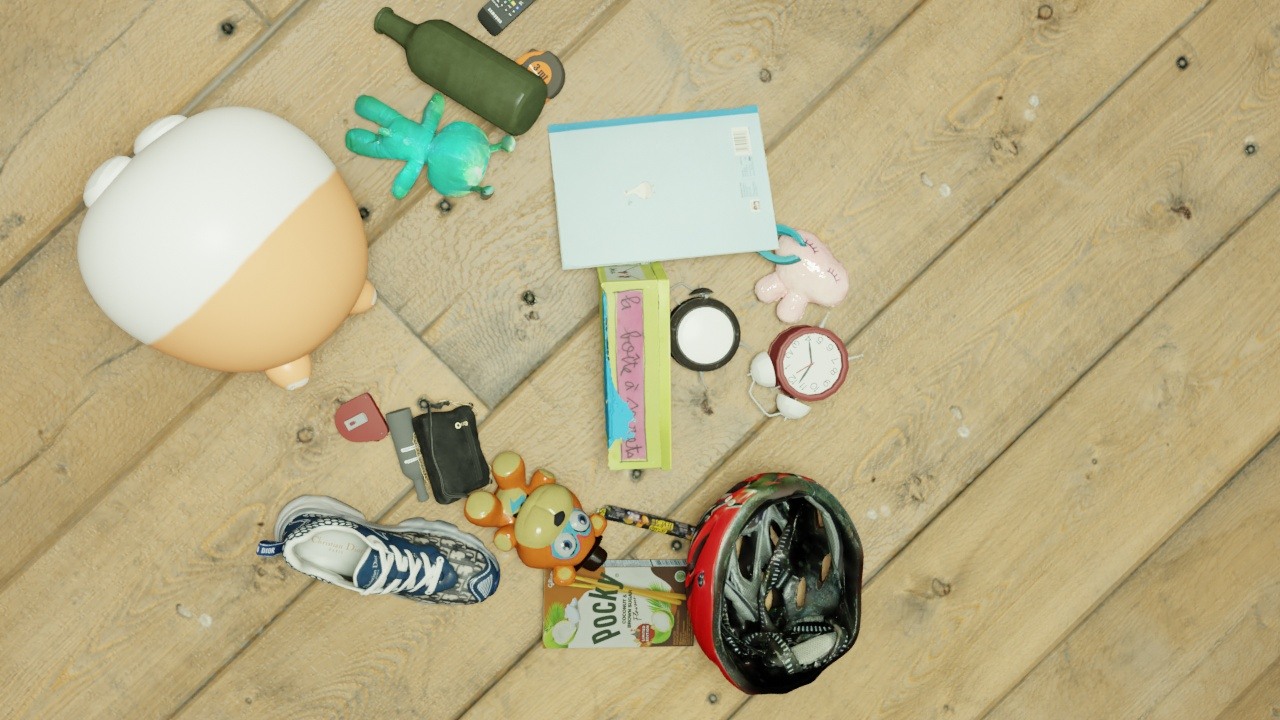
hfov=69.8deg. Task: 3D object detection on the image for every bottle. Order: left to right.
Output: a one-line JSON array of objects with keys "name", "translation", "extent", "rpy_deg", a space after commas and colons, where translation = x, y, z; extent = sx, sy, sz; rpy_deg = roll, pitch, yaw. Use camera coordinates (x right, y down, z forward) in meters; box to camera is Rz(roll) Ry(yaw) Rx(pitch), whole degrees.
[{"name": "bottle", "translation": [-0.272, 0.114, 1.088], "extent": [0.030, 0.030, 0.113], "rpy_deg": [-15, 97, -5]}, {"name": "bottle", "translation": [-0.206, -0.331, 1.025], "extent": [0.207, 0.071, 0.071], "rpy_deg": [32, 91, 7]}]

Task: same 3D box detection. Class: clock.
[{"name": "clock", "translation": [0.072, -0.035, 1.106], "extent": [0.091, 0.044, 0.123], "rpy_deg": [-38, 98, -2]}, {"name": "clock", "translation": [0.196, 0.011, 1.123], "extent": [0.137, 0.048, 0.096], "rpy_deg": [-40, 98, -3]}]

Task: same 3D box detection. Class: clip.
[{"name": "clip", "translation": [0.134, -0.137, 1.090], "extent": [0.120, 0.027, 0.103], "rpy_deg": [19, 95, 20]}]

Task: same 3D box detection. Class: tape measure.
[{"name": "tape measure", "translation": [-0.331, 0.074, 1.083], "extent": [0.051, 0.019, 0.059], "rpy_deg": [-28, 98, -4]}, {"name": "tape measure", "translation": [-0.117, -0.330, 1.062], "extent": [0.059, 0.038, 0.058], "rpy_deg": [-40, 98, 12]}]

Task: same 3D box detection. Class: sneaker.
[{"name": "sneaker", "translation": [-0.293, 0.233, 1.046], "extent": [0.269, 0.132, 0.103], "rpy_deg": [18, 91, -9]}]

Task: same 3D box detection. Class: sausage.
[{"name": "sausage", "translation": [0.020, 0.202, 1.135], "extent": [0.155, 0.020, 0.020], "rpy_deg": [16, 93, -8]}]

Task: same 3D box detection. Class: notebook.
[{"name": "notebook", "translation": [0.026, -0.204, 1.073], "extent": [0.253, 0.009, 0.181], "rpy_deg": [-6, 80, -3]}]

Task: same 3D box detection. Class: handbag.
[{"name": "handbag", "translation": [-0.216, 0.108, 1.077], "extent": [0.079, 0.054, 0.128], "rpy_deg": [-20, 100, -36]}]

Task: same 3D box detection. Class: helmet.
[{"name": "helmet", "translation": [0.150, 0.254, 1.076], "extent": [0.217, 0.167, 0.272], "rpy_deg": [-11, 106, -25]}]

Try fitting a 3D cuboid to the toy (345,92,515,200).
[{"name": "toy", "translation": [-0.242, -0.242, 1.042], "extent": [0.193, 0.072, 0.130], "rpy_deg": [19, 93, 1]}]

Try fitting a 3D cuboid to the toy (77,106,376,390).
[{"name": "toy", "translation": [-0.414, -0.112, 0.943], "extent": [0.281, 0.266, 0.262], "rpy_deg": [48, 56, -26]}]

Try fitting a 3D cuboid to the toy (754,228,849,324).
[{"name": "toy", "translation": [0.193, -0.098, 1.113], "extent": [0.108, 0.053, 0.105], "rpy_deg": [45, 101, 0]}]

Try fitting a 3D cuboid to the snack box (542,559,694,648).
[{"name": "snack box", "translation": [-0.027, 0.299, 1.133], "extent": [0.186, 0.031, 0.101], "rpy_deg": [1, 95, -7]}]

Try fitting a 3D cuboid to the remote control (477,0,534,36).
[{"name": "remote control", "translation": [-0.126, -0.435, 1.060], "extent": [0.147, 0.015, 0.033], "rpy_deg": [-43, 98, -1]}]

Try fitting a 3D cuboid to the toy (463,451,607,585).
[{"name": "toy", "translation": [-0.117, 0.191, 1.083], "extent": [0.176, 0.096, 0.111], "rpy_deg": [39, 57, -13]}]

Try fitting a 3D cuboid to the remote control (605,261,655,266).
[{"name": "remote control", "translation": [-0.014, -0.125, 1.096], "extent": [0.060, 0.028, 0.114], "rpy_deg": [-16, 97, -5]}]

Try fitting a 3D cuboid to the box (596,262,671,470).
[{"name": "box", "translation": [-0.006, 0.006, 1.048], "extent": [0.080, 0.124, 0.221], "rpy_deg": [-4, 104, -3]}]
